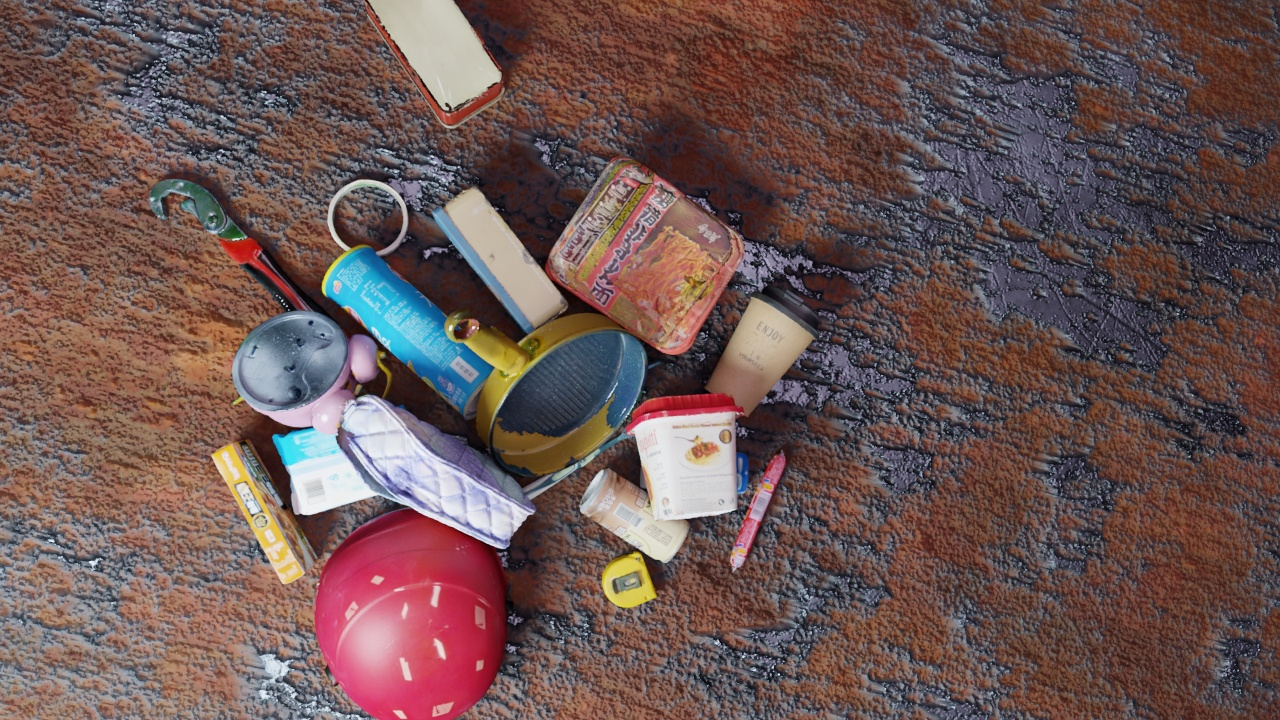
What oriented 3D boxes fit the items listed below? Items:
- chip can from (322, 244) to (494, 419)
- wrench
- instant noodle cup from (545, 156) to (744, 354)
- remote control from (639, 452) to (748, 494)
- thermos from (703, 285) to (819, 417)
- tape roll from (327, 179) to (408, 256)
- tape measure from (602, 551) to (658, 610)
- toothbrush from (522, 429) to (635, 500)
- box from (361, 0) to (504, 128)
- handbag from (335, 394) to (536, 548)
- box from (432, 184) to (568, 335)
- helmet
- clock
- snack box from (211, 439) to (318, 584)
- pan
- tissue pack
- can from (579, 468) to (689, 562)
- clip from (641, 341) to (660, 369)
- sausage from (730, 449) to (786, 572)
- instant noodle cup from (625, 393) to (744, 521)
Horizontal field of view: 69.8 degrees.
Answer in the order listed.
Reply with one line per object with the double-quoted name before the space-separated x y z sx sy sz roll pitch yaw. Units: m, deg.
"chip can" -0.236 -0.030 0.966 0.210 0.071 0.071 40 82 9
"wrench" -0.413 -0.098 0.993 0.273 0.016 0.056 43 86 -6
"instant noodle cup" 0.006 -0.114 1.032 0.189 0.079 0.164 34 84 -6
"remote control" 0.062 0.128 1.063 0.125 0.024 0.049 4 88 -11
"thermos" 0.137 -0.010 1.050 0.093 0.093 0.143 35 91 -7
"tape roll" -0.301 -0.156 1.014 0.085 0.014 0.086 0 89 -10
"tape measure" -0.014 0.252 1.045 0.057 0.029 0.060 -20 92 -9
"toothbrush" -0.073 0.119 1.044 0.191 0.018 0.016 -30 93 -10
"box" -0.224 -0.351 1.001 0.091 0.076 0.168 -35 95 -8
"handbag" -0.203 0.115 0.919 0.075 0.134 0.194 -51 138 -3
"box" -0.156 -0.111 1.001 0.059 0.090 0.184 -40 93 -7
"helmet" -0.233 0.280 0.954 0.206 0.144 0.240 -17 92 -12
"clock" -0.333 0.016 0.944 0.158 0.060 0.117 12 62 11
"snack box" -0.392 0.156 0.961 0.026 0.075 0.154 -29 93 -8
"pan" -0.100 0.017 0.891 0.197 0.357 0.078 -45 57 -1
"tissue pack" -0.312 0.104 0.981 0.140 0.063 0.090 -15 93 -8
"can" -0.007 0.174 1.033 0.116 0.058 0.058 33 83 -7
"clip" -0.006 0.006 1.060 0.054 0.013 0.033 -40 94 -10
"sausage" 0.137 0.176 1.077 0.020 0.020 0.155 24 85 -8
"instant noodle cup" 0.052 0.107 0.993 0.116 0.116 0.124 -4 78 -14
